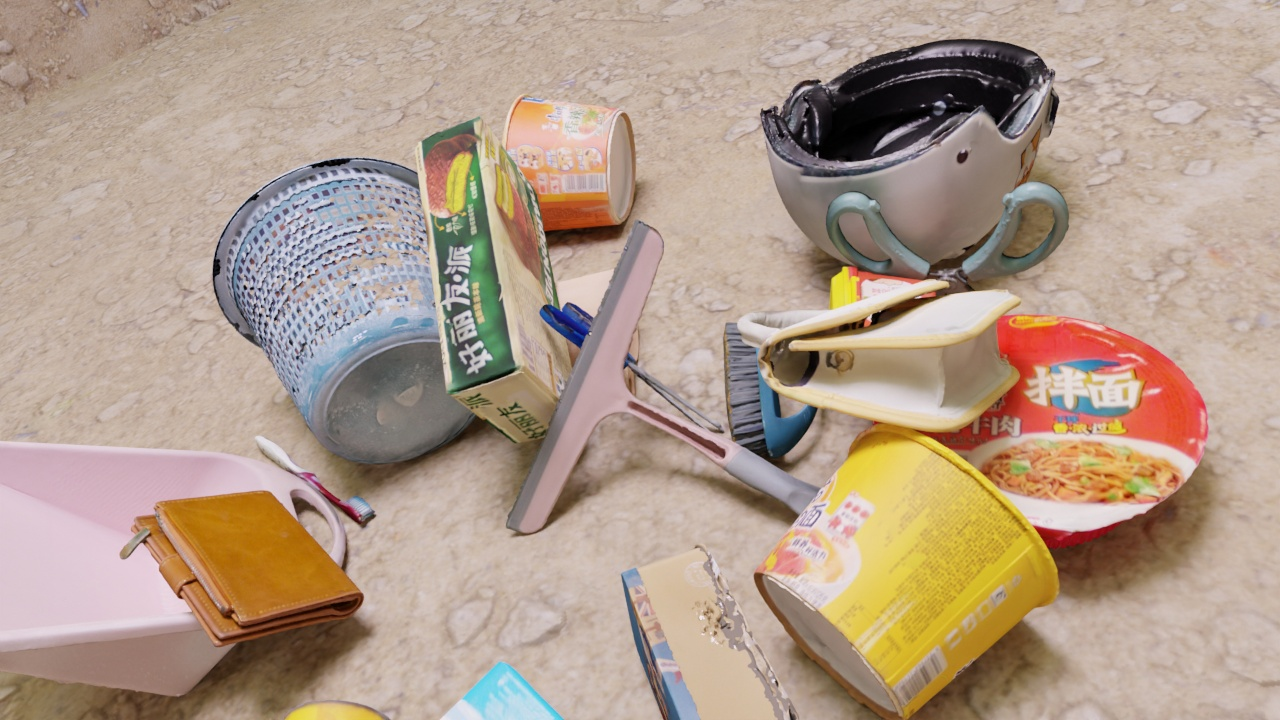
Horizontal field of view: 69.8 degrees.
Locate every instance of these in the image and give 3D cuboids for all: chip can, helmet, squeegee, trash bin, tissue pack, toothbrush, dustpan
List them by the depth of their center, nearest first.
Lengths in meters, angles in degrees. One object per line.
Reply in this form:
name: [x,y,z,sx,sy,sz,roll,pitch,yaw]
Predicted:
chip can: [-0.178,0.289,0.472,0.072,0.072,0.213,-12,37,8]
tissue pack: [-0.067,0.235,0.498,0.089,0.063,0.140,-40,42,-24]
squeegee: [0.057,0.067,0.638,0.250,0.248,0.040,28,10,19]
dustpan: [-0.362,0.116,0.653,0.139,0.273,0.222,-48,44,3]
trash bin: [-0.230,-0.027,0.788,0.226,0.227,0.195,-26,52,-11]
toothbrush: [-0.286,0.098,0.794,0.188,0.016,0.017,22,45,39]
helmet: [0.234,-0.169,0.800,0.230,0.157,0.273,9,34,32]

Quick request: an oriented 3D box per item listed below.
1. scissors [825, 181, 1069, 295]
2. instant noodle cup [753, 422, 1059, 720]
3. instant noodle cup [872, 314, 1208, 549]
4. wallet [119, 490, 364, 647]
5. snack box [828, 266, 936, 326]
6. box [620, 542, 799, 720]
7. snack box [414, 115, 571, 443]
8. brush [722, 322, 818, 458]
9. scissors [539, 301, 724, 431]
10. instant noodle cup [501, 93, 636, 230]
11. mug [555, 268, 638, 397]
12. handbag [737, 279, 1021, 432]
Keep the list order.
scissors: [0.217,-0.089,0.687,0.180,0.171,0.019,20,58,-4]
instant noodle cup: [0.138,0.121,0.509,0.109,0.138,0.138,-41,43,-14]
instant noodle cup: [0.251,0.053,0.594,0.194,0.066,0.193,-11,38,8]
wallet: [-0.272,0.136,0.622,0.131,0.035,0.118,34,23,32]
snack box: [0.185,-0.021,0.702,0.080,0.082,0.091,2,44,10]
box: [0.044,0.190,0.489,0.059,0.090,0.184,-16,36,-8]
snack box: [-0.112,-0.064,0.724,0.063,0.114,0.239,-20,62,10]
brush: [0.101,0.017,0.706,0.073,0.055,0.143,-11,38,12]
scissors: [-0.011,0.003,0.700,0.012,0.156,0.165,-54,48,11]
instant noodle cup: [-0.072,-0.208,0.986,0.111,0.151,0.151,4,42,13]
mug: [-0.060,-0.012,0.797,0.104,0.084,0.124,-11,63,12]
handbag: [0.134,-0.017,0.571,0.179,0.063,0.163,10,16,33]
